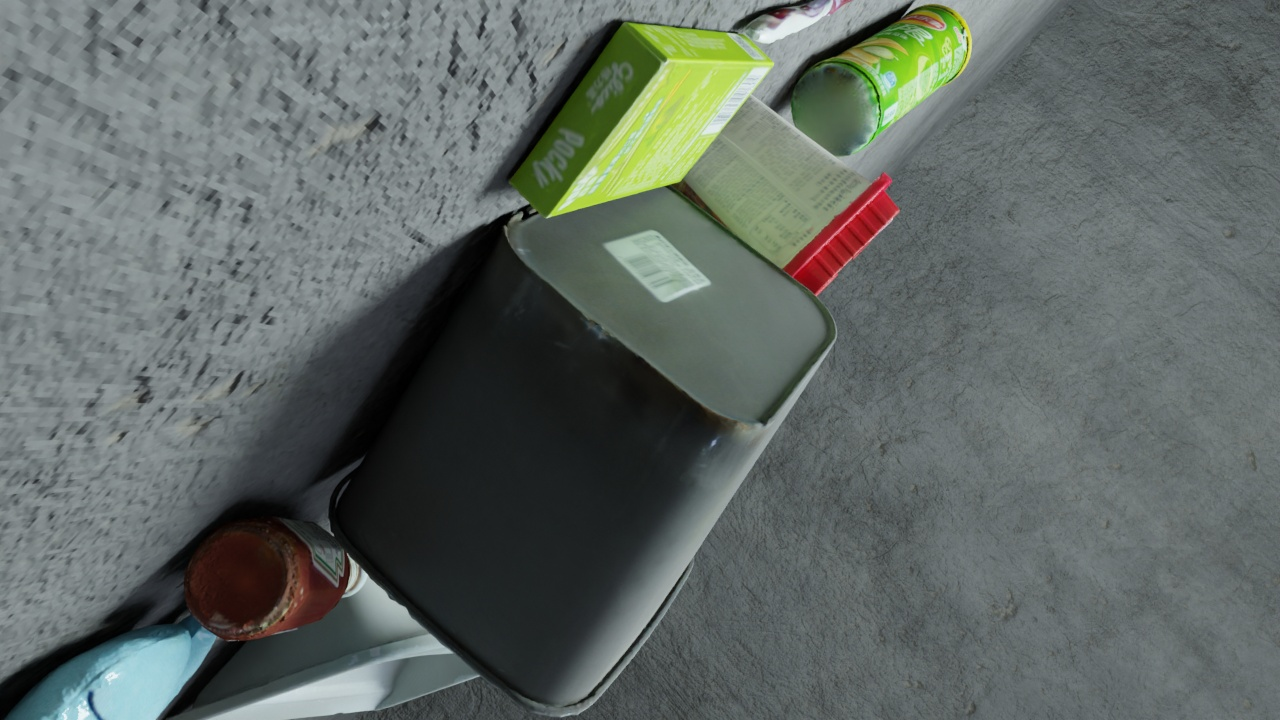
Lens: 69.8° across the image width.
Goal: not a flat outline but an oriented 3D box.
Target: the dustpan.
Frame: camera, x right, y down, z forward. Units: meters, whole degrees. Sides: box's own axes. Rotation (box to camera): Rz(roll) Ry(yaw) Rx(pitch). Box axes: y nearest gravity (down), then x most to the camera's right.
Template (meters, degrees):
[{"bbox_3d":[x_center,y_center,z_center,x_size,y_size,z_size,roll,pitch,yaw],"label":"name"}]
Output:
[{"bbox_3d":[-0.194,0.250,0.723,0.258,0.142,0.222,-53,145,12],"label":"dustpan"}]

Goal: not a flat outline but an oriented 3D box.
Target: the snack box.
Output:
[{"bbox_3d":[0.007,-0.115,0.432,0.086,0.026,0.156,-48,174,29],"label":"snack box"}]

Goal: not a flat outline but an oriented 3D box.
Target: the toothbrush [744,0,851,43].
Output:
[{"bbox_3d":[0.106,-0.208,0.530,0.187,0.016,0.017,-39,164,-47],"label":"toothbrush"}]

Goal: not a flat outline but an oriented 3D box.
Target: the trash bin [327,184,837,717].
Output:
[{"bbox_3d":[-0.027,0.034,0.510,0.198,0.198,0.220,-40,165,-53],"label":"trash bin"}]

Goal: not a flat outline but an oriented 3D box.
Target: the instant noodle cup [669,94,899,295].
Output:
[{"bbox_3d":[0.078,-0.094,0.586,0.116,0.124,0.116,-43,175,-19],"label":"instant noodle cup"}]

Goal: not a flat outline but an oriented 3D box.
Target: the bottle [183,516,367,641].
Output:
[{"bbox_3d":[-0.196,0.124,0.530,0.059,0.060,0.206,-44,175,-12],"label":"bottle"}]

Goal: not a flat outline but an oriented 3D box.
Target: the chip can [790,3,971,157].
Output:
[{"bbox_3d":[0.197,-0.228,0.737,0.220,0.072,0.073,-40,172,-44],"label":"chip can"}]

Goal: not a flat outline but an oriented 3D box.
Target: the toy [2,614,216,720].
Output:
[{"bbox_3d":[-0.258,0.167,0.442,0.161,0.050,0.157,-50,179,-39],"label":"toy"}]
